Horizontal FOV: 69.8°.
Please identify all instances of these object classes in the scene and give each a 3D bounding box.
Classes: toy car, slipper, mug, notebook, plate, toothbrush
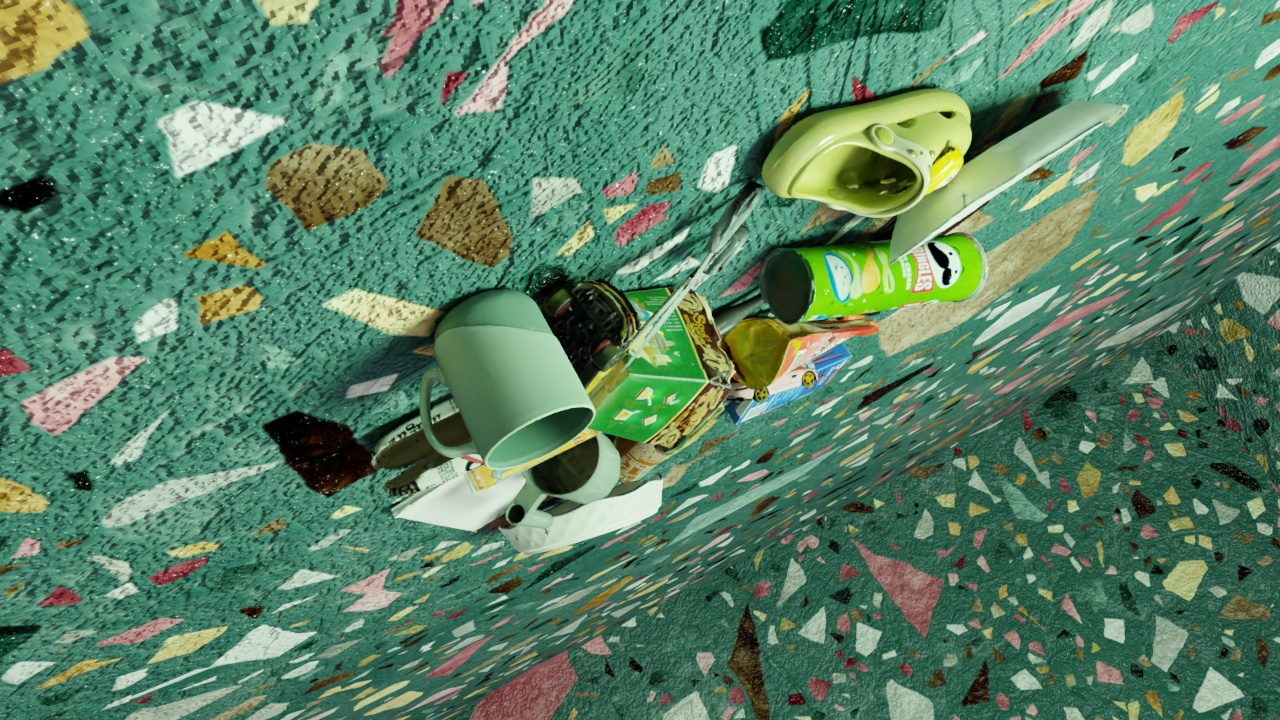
[{"bbox_3d":[0.158,0.025,1.112,0.122,0.037,0.056,-15,-174,-26],"label":"toy car"},{"bbox_3d":[0.178,-0.143,0.687,0.190,0.081,0.092,-14,158,-30],"label":"slipper"},{"bbox_3d":[-0.104,0.017,0.644,0.111,0.106,0.082,-28,161,-5],"label":"mug"},{"bbox_3d":[-0.162,0.140,1.004,0.150,0.012,0.209,-31,161,3],"label":"notebook"},{"bbox_3d":[-0.066,0.189,1.119,0.205,0.045,0.205,-17,176,-1],"label":"plate"},{"bbox_3d":[0.078,-0.035,0.886,0.212,0.027,0.026,-30,-162,1],"label":"toothbrush"},{"bbox_3d":[-0.081,0.118,0.936,0.124,0.084,0.103,-54,162,-4],"label":"mug"},{"bbox_3d":[-0.063,0.003,0.709,0.156,0.071,0.041,-49,167,31],"label":"toy car"},{"bbox_3d":[0.313,-0.165,0.806,0.265,0.034,0.162,-30,174,-33],"label":"plate"}]

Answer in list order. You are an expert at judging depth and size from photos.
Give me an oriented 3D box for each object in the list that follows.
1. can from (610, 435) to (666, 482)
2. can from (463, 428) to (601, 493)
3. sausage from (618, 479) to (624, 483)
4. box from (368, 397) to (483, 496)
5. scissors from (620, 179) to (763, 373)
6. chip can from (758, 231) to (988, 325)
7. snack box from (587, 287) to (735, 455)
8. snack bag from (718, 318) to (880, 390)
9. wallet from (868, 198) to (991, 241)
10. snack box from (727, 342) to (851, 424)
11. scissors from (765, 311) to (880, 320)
[{"bbox_3d":[0.017,0.081,1.038,0.057,0.058,0.148,-9,152,-45],"label":"can"},{"bbox_3d":[-0.099,0.065,0.842,0.146,0.058,0.058,-26,160,-10],"label":"can"},{"bbox_3d":[0.013,0.119,1.185,0.020,0.020,0.156,-9,152,-45],"label":"sausage"},{"bbox_3d":[-0.151,0.052,0.776,0.163,0.079,0.074,-28,-177,-10],"label":"box"},{"bbox_3d":[0.043,-0.064,0.695,0.160,0.014,0.171,-61,168,24],"label":"scissors"},{"bbox_3d":[0.225,-0.080,0.874,0.235,0.072,0.072,-8,152,-31],"label":"chip can"},{"bbox_3d":[-0.005,0.004,0.769,0.105,0.118,0.118,5,142,-37],"label":"snack box"},{"bbox_3d":[0.167,-0.015,1.002,0.129,0.073,0.207,-22,172,35],"label":"snack bag"},{"bbox_3d":[0.297,-0.142,0.940,0.122,0.020,0.097,-7,154,-49],"label":"wallet"},{"bbox_3d":[0.195,0.030,1.205,0.157,0.026,0.085,-21,159,-22],"label":"snack box"},{"bbox_3d":[0.243,-0.066,0.992,0.224,0.021,0.221,-12,174,10],"label":"scissors"}]
